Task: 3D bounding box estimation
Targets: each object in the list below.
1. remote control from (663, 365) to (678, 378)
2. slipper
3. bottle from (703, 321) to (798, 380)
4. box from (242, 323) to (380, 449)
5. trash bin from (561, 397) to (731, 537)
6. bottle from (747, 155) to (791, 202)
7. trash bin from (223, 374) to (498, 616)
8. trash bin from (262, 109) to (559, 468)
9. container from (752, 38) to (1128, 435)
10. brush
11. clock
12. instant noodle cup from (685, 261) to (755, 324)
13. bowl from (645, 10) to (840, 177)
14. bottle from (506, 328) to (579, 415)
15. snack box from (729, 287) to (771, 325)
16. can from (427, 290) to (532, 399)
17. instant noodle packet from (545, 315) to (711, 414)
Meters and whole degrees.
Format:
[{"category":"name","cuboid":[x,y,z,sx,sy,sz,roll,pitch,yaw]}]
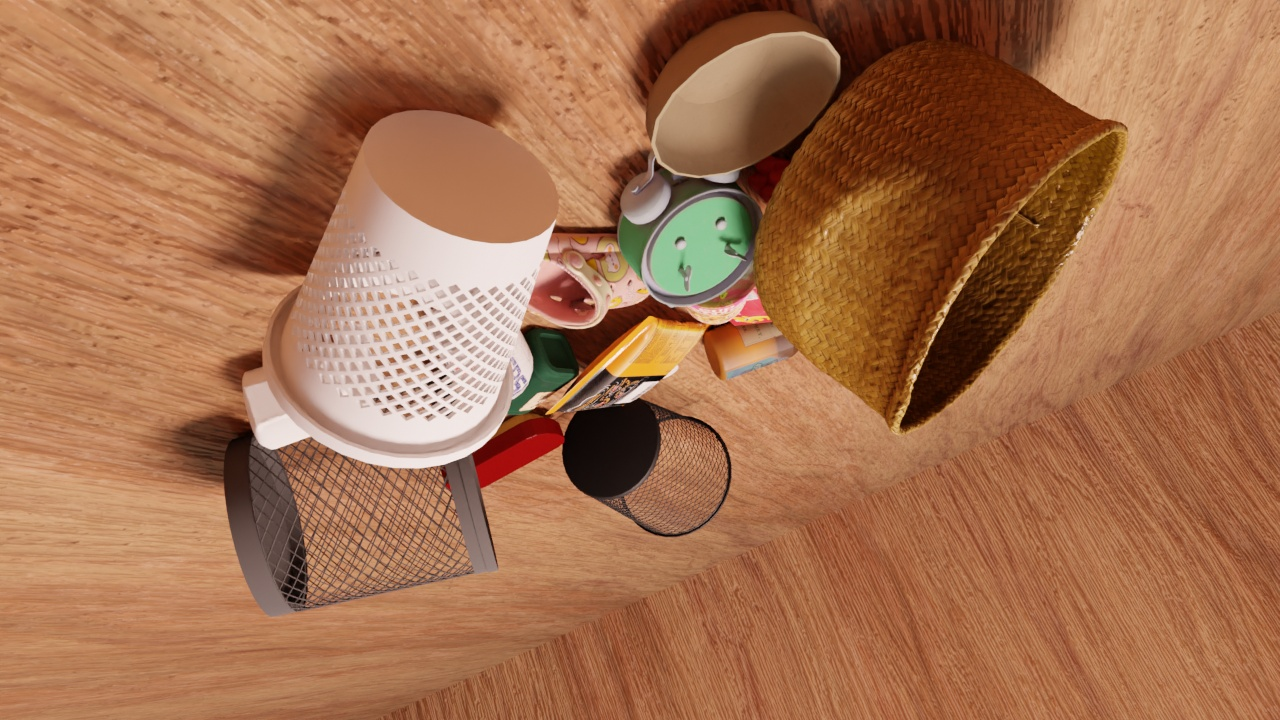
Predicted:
[{"category":"remote control","cuboid":[-0.010,0.016,1.185,0.136,0.013,0.043,-7,154,-33]},{"category":"slipper","cuboid":[-0.062,-0.067,0.856,0.197,0.081,0.093,0,150,-40]},{"category":"bottle","cuboid":[0.164,-0.030,1.172,0.157,0.067,0.068,-19,158,-8]},{"category":"box","cuboid":[-0.291,0.023,0.823,0.140,0.083,0.142,-19,170,-10]},{"category":"trash bin","cuboid":[0.005,0.140,1.284,0.184,0.184,0.210,-29,152,16]},{"category":"bottle","cuboid":[0.164,-0.170,0.879,0.141,0.042,0.042,-5,152,-38]},{"category":"trash bin","cuboid":[-0.287,0.144,0.963,0.227,0.217,0.218,-14,157,-10]},{"category":"trash bin","cuboid":[-0.157,-0.059,0.668,0.195,0.195,0.200,-6,143,-36]},{"category":"container","cuboid":[0.247,-0.115,0.796,0.306,0.196,0.308,-37,152,-24]},{"category":"brush","cuboid":[-0.186,0.119,1.217,0.174,0.041,0.082,-29,157,17]},{"category":"clock","cuboid":[0.042,-0.124,0.805,0.121,0.075,0.162,-27,139,-9]},{"category":"instant noodle cup","cuboid":[0.075,-0.084,0.939,0.097,0.097,0.109,-22,165,-1]},{"category":"bowl","cuboid":[0.070,-0.207,0.692,0.152,0.050,0.152,-19,158,-8]},{"category":"bottle","cuboid":[-0.136,0.023,1.015,0.132,0.061,0.061,-35,157,29]},{"category":"snack box","cuboid":[0.130,-0.071,1.065,0.089,0.021,0.133,-6,165,23]},{"category":"can","cuboid":[-0.153,-0.011,0.898,0.078,0.078,0.136,-21,158,-3]},{"category":"instant noodle packet","cuboid":[-0.006,0.006,1.075,0.160,0.032,0.220,-43,165,17]}]
